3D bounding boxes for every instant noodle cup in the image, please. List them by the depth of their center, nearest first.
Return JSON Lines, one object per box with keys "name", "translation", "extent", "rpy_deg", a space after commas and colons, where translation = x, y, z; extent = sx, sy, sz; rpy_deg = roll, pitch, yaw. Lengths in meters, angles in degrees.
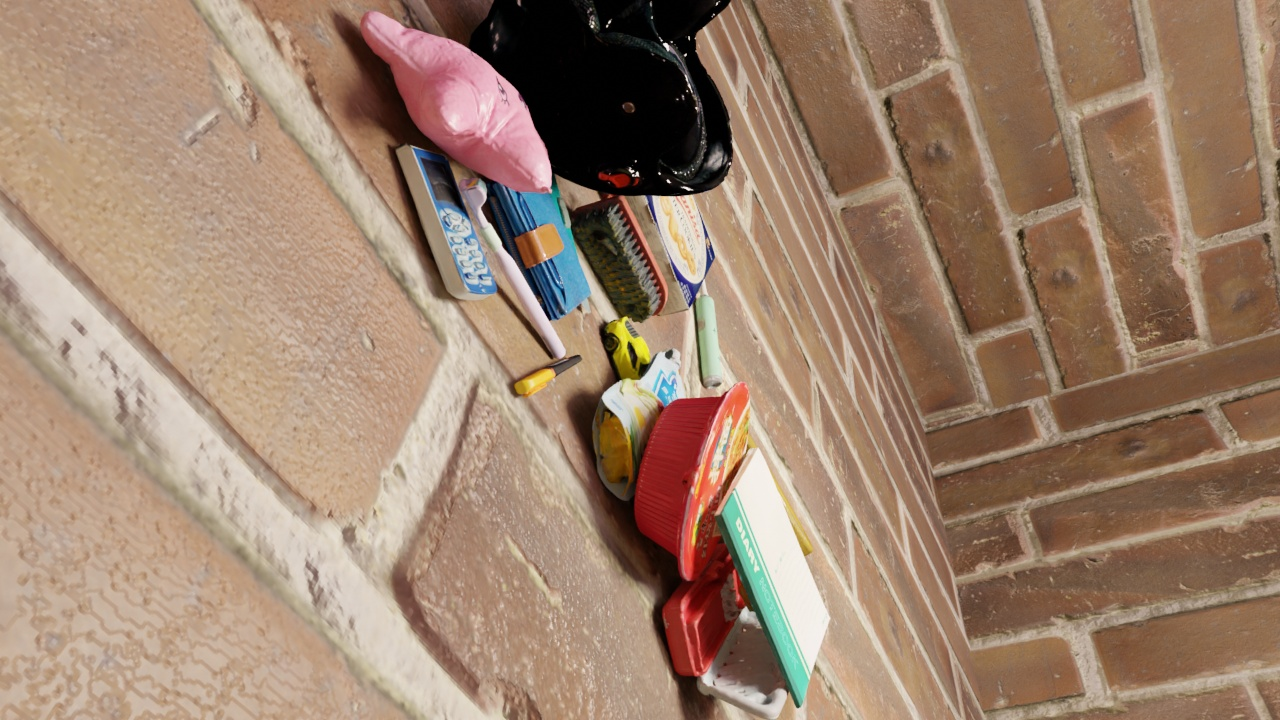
{"name": "instant noodle cup", "translation": [0.047, 0.108, 0.872], "extent": [0.193, 0.066, 0.194], "rpy_deg": [14, 89, -71]}

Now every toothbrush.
{"name": "toothbrush", "translation": [-0.102, -0.070, 0.762], "extent": [0.029, 0.021, 0.189], "rpy_deg": [36, -22, 46]}
{"name": "toothbrush", "translation": [0.090, -0.058, 1.255], "extent": [0.027, 0.027, 0.224], "rpy_deg": [26, 44, -32]}

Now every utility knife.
{"name": "utility knife", "translation": [-0.076, -0.132, 0.920], "extent": [0.029, 0.013, 0.179], "rpy_deg": [3, 70, -66]}

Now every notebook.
{"name": "notebook", "translation": [0.133, 0.207, 0.901], "extent": [0.209, 0.012, 0.150], "rpy_deg": [67, 26, -10]}

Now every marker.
{"name": "marker", "translation": [-0.076, 0.011, 0.788], "extent": [0.015, 0.018, 0.123], "rpy_deg": [68, 20, -5]}

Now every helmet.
{"name": "helmet", "translation": [-0.024, -0.271, 0.869], "extent": [0.275, 0.231, 0.232], "rpy_deg": [52, 41, -39]}

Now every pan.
{"name": "pan", "translation": [0.129, 0.178, 1.027], "extent": [0.198, 0.078, 0.357], "rpy_deg": [59, 5, -10]}

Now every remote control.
{"name": "remote control", "translation": [-0.148, -0.104, 0.698], "extent": [0.049, 0.024, 0.125], "rpy_deg": [-5, 72, -69]}

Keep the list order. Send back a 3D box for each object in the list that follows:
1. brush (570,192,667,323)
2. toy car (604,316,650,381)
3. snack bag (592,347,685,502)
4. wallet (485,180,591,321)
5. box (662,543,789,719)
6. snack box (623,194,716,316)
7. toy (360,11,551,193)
{"name": "brush", "translation": [-0.013, -0.110, 0.989], "extent": [0.146, 0.063, 0.069], "rpy_deg": [61, 36, -28]}
{"name": "toy car", "translation": [-0.006, 0.006, 0.952], "extent": [0.105, 0.032, 0.048], "rpy_deg": [71, 20, -4]}
{"name": "snack bag", "translation": [0.009, 0.057, 0.899], "extent": [0.190, 0.039, 0.110], "rpy_deg": [-34, 111, -63]}
{"name": "wallet", "translation": [-0.089, -0.107, 0.836], "extent": [0.133, 0.040, 0.106], "rpy_deg": [66, 17, -10]}
{"name": "box", "translation": [0.093, 0.270, 0.919], "extent": [0.154, 0.074, 0.200], "rpy_deg": [50, 19, 7]}
{"name": "snack box", "translation": [0.030, -0.174, 1.152], "extent": [0.178, 0.046, 0.182], "rpy_deg": [67, 25, -22]}
{"name": "toy", "translation": [-0.124, -0.190, 0.733], "extent": [0.178, 0.075, 0.194], "rpy_deg": [50, 12, 15]}
